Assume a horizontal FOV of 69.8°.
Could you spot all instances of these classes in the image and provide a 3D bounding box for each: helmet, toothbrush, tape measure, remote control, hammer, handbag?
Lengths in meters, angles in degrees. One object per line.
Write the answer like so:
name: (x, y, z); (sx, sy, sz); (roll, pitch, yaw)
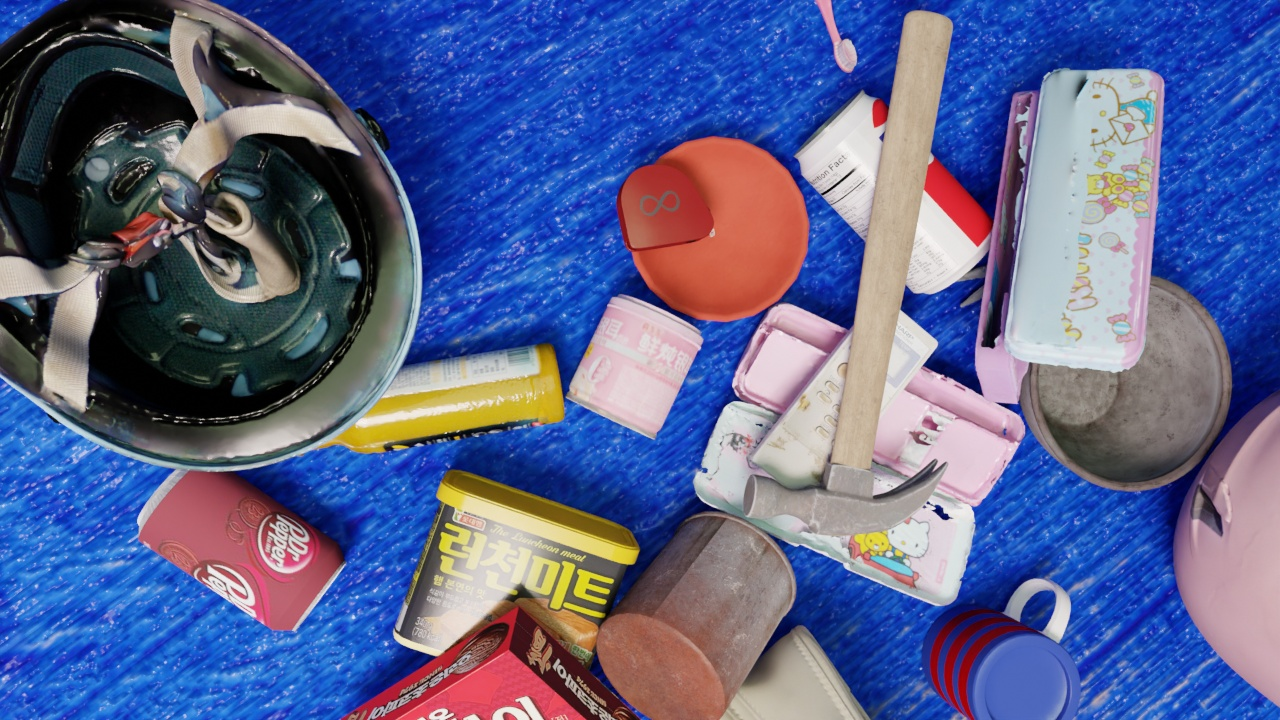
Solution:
helmet: (0.455, 0.100, 0.601); (0.152, 0.229, 0.255); (35, 98, 37)
toothbrush: (0.121, -0.265, 0.640); (0.021, 0.016, 0.135); (-25, 94, -7)
tape measure: (0.015, -0.099, 0.589); (0.059, 0.019, 0.051); (-11, 89, -14)
remote control: (0.132, 0.026, 0.592); (0.050, 0.011, 0.136); (39, 88, -5)
helmet: (-0.237, -0.061, 0.515); (0.265, 0.167, 0.225); (45, 83, 3)
hammer: (0.151, -0.053, 0.576); (0.119, 0.031, 0.331); (10, 88, -6)
handbag: (0.132, 0.305, 0.570); (0.132, 0.184, 0.229); (-39, 111, -4)

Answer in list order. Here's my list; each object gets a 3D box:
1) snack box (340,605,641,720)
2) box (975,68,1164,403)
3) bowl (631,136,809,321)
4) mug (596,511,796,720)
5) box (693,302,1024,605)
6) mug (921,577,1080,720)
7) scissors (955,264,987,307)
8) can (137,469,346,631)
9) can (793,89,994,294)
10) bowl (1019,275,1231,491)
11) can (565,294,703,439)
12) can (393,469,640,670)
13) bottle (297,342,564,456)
snack box: (-0.088, 0.238, 0.559); (0.152, 0.035, 0.132); (-35, 110, 18)
box: (0.275, -0.080, 0.580); (0.093, 0.090, 0.213); (4, 65, 29)
bowl: (0.050, -0.087, 0.622); (0.122, 0.035, 0.122); (0, 90, -8)
mug: (0.031, 0.172, 0.580); (0.096, 0.110, 0.123); (32, 130, 22)
box: (0.148, 0.062, 0.629); (0.201, 0.059, 0.155); (25, 89, -7)
mug: (0.256, 0.199, 0.628); (0.075, 0.076, 0.112); (39, 85, -6)
scissors: (0.301, -0.081, 0.663); (0.150, 0.019, 0.120); (13, 89, -6)
can: (-0.245, 0.114, 0.569); (0.114, 0.063, 0.063); (37, 85, -6)
can: (0.171, -0.112, 0.620); (0.132, 0.070, 0.070); (45, 85, -5)
bowl: (0.323, 0.015, 0.642); (0.145, 0.067, 0.145); (0, 90, -8)
can: (-0.004, 0.003, 0.599); (0.067, 0.067, 0.076); (26, 87, -7)
can: (-0.080, 0.141, 0.588); (0.131, 0.072, 0.101); (20, 90, -7)
bottle: (-0.144, 0.029, 0.587); (0.186, 0.053, 0.053); (-9, 91, -7)
